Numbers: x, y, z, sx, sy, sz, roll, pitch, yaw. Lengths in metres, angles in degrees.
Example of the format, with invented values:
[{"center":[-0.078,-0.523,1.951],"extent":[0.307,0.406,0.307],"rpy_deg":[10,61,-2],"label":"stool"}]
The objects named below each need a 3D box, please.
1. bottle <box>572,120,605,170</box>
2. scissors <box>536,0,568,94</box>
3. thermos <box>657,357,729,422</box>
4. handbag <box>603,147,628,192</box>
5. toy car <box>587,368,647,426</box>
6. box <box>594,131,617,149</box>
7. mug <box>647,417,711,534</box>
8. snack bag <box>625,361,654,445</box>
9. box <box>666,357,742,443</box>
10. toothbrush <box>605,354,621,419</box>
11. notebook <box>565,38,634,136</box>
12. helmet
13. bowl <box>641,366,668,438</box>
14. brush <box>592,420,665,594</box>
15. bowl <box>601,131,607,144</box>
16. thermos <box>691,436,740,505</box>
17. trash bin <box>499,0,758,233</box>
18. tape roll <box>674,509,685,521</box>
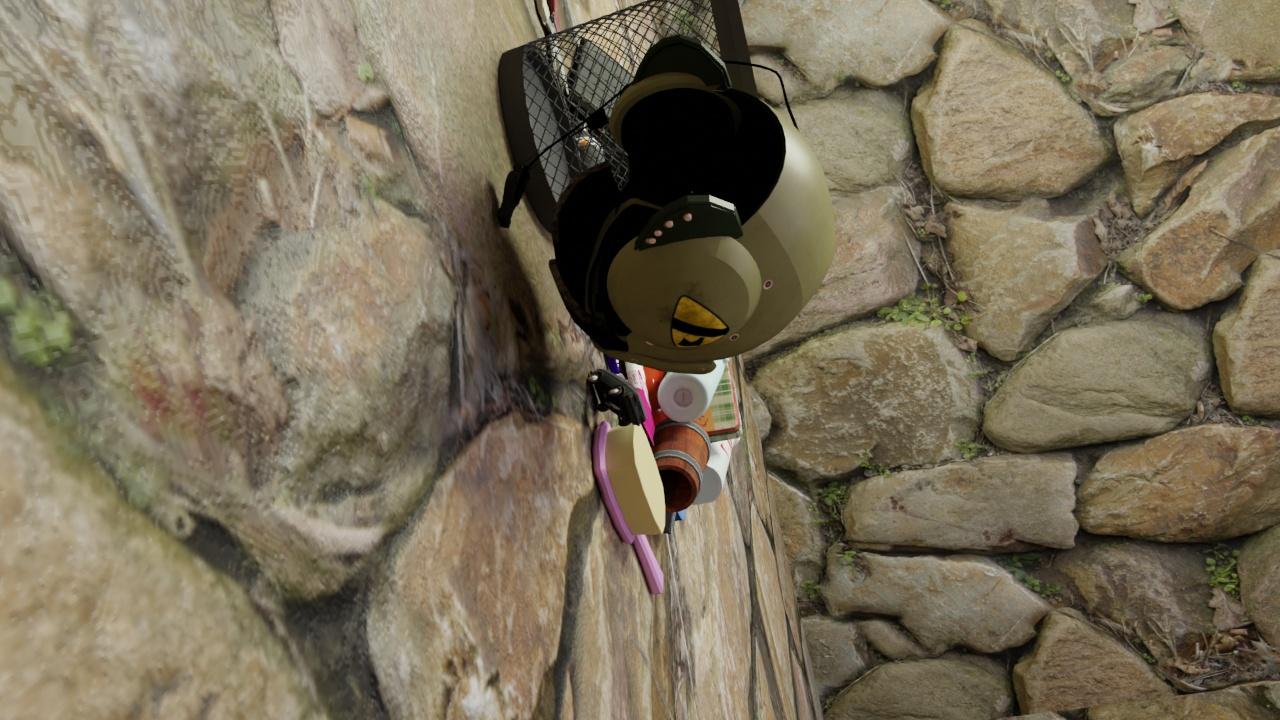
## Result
[{"center":[-0.062,-0.218,1.045],"extent":[0.047,0.047,0.112],"rpy_deg":[26,53,-77],"label":"bottle"},{"center":[-0.113,-0.430,1.097],"extent":[0.179,0.015,0.198],"rpy_deg":[69,14,-47],"label":"scissors"},{"center":[0.071,0.021,1.205],"extent":[0.065,0.078,0.206],"rpy_deg":[61,16,-6],"label":"thermos"},{"center":[0.013,-0.154,1.070],"extent":[0.195,0.072,0.176],"rpy_deg":[-131,-148,-68],"label":"handbag"},{"center":[-0.021,0.036,0.928],"extent":[0.092,0.037,0.040],"rpy_deg":[29,-39,59],"label":"toy car"},{"center":[-0.018,-0.215,1.253],"extent":[0.083,0.067,0.199],"rpy_deg":[-27,100,-75],"label":"box"},{"center":[0.041,0.145,1.132],"extent":[0.111,0.081,0.117],"rpy_deg":[-69,165,-65],"label":"mug"},{"center":[-0.007,0.006,1.127],"extent":[0.070,0.016,0.196],"rpy_deg":[69,8,-52],"label":"snack bag"},{"center":[0.078,0.021,1.334],"extent":[0.050,0.118,0.205],"rpy_deg":[59,23,-65],"label":"box"},{"center":[-0.033,-0.010,1.047],"extent":[0.015,0.016,0.187],"rpy_deg":[-66,143,-82],"label":"toothbrush"},{"center":[-0.023,-0.346,1.237],"extent":[0.169,0.030,0.208],"rpy_deg":[35,33,-21],"label":"notebook"},{"center":[0.026,-0.101,0.742],"extent":[0.233,0.256,0.249],"rpy_deg":[58,26,-51],"label":"helmet"},{"center":[0.023,0.054,1.221],"extent":[0.122,0.035,0.122],"rpy_deg":[-11,89,-80],"label":"bowl"},{"center":[0.003,0.163,0.970],"extent":[0.089,0.043,0.229],"rpy_deg":[-87,162,-55],"label":"brush"},{"center":[-0.016,-0.297,1.334],"extent":[0.115,0.062,0.115],"rpy_deg":[-11,89,-79],"label":"bowl"},{"center":[0.098,0.136,1.390],"extent":[0.220,0.099,0.099],"rpy_deg":[-68,144,-65],"label":"thermos"},{"center":[0.002,-0.242,0.907],"extent":[0.217,0.227,0.217],"rpy_deg":[-11,89,-79],"label":"trash bin"},{"center":[0.042,0.172,1.241],"extent":[0.091,0.016,0.093],"rpy_deg":[-87,162,-55],"label":"tape roll"}]
